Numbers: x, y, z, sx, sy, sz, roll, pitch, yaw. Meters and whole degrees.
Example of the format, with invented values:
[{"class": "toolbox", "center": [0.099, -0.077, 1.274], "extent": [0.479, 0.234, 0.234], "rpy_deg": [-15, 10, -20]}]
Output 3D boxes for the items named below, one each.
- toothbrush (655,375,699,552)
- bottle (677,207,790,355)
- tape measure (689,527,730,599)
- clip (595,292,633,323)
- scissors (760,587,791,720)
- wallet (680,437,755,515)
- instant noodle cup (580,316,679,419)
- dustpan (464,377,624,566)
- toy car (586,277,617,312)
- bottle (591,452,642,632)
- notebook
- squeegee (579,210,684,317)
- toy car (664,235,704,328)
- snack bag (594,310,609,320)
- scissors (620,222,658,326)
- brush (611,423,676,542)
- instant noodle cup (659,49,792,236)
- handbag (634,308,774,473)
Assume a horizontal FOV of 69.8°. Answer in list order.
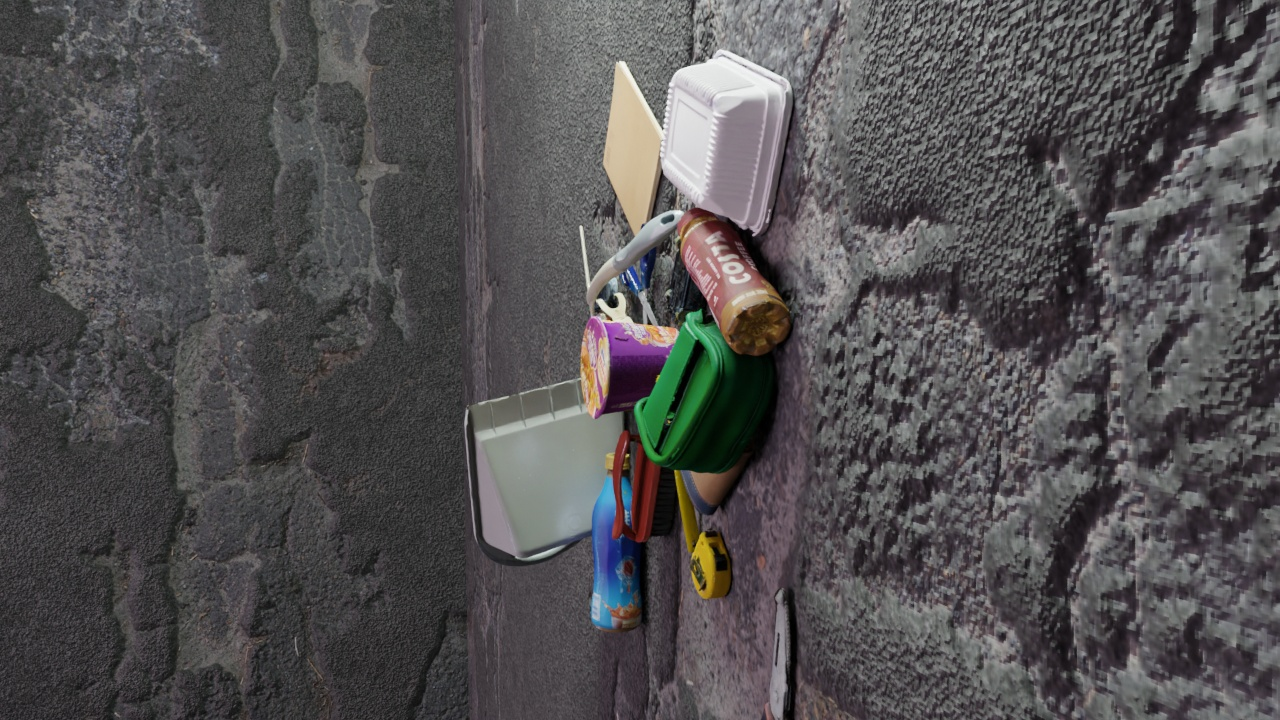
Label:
[{"class": "toothbrush", "center": [0.039, 0.107, 0.961], "extent": [0.017, 0.015, 0.190], "rpy_deg": [-178, 77, -78]}, {"class": "bottle", "center": [0.075, -0.077, 0.813], "extent": [0.174, 0.057, 0.058], "rpy_deg": [-113, 28, -48]}, {"class": "tape measure", "center": [0.067, 0.207, 0.909], "extent": [0.057, 0.029, 0.060], "rpy_deg": [-111, 26, -44]}, {"class": "clip", "center": [-0.025, -0.049, 1.155], "extent": [0.100, 0.034, 0.076], "rpy_deg": [-124, 17, -55]}, {"class": "scissors", "center": [0.113, 0.297, 0.795], "extent": [0.177, 0.015, 0.210], "rpy_deg": [119, 145, -59]}, {"class": "wallet", "center": [0.070, 0.084, 0.887], "extent": [0.116, 0.033, 0.090], "rpy_deg": [112, 149, -48]}, {"class": "instant noodle cup", "center": [-0.006, 0.006, 1.006], "extent": [0.112, 0.099, 0.111], "rpy_deg": [177, 90, -72]}, {"class": "dustpan", "center": [-0.126, 0.156, 1.210], "extent": [0.143, 0.222, 0.258], "rpy_deg": [1, 103, 60]}, {"class": "toy car", "center": [-0.049, -0.089, 1.239], "extent": [0.091, 0.034, 0.043], "rpy_deg": [163, 107, -69]}, {"class": "bottle", "center": [-0.029, 0.226, 1.150], "extent": [0.065, 0.065, 0.218], "rpy_deg": [-167, 77, -72]}, {"class": "notebook", "center": [-0.012, -0.259, 1.148], "extent": [0.211, 0.012, 0.150], "rpy_deg": [-111, 25, -46]}, {"class": "squeegee", "center": [-0.022, -0.107, 1.063], "extent": [0.247, 0.039, 0.246], "rpy_deg": [-40, 52, 54]}, {"class": "toy car", "center": [0.050, -0.083, 0.934], "extent": [0.049, 0.031, 0.106], "rpy_deg": [-117, 29, -52]}, {"class": "snack bag", "center": [-0.047, -0.046, 1.246], "extent": [0.105, 0.026, 0.045], "rpy_deg": [-172, 86, -72]}, {"class": "scissors", "center": [0.003, -0.087, 1.104], "extent": [0.175, 0.012, 0.163], "rpy_deg": [-119, 29, -48]}, {"class": "brush", "center": [0.002, 0.143, 1.039], "extent": [0.063, 0.069, 0.146], "rpy_deg": [-123, 36, -60]}, {"class": "instant noodle cup", "center": [0.067, -0.200, 0.831], "extent": [0.173, 0.060, 0.138], "rpy_deg": [-119, 33, -58]}, {"class": "handbag", "center": [0.053, 0.029, 0.825], "extent": [0.131, 0.068, 0.120], "rpy_deg": [-63, 31, 24]}]
